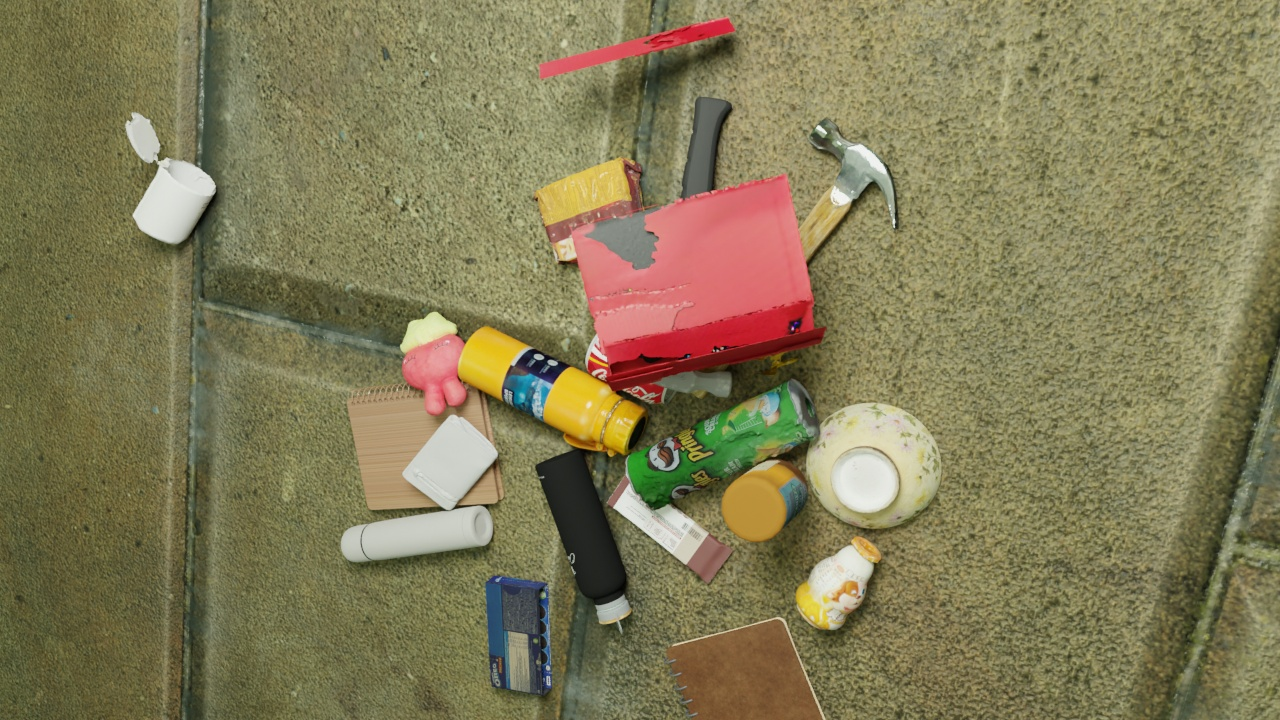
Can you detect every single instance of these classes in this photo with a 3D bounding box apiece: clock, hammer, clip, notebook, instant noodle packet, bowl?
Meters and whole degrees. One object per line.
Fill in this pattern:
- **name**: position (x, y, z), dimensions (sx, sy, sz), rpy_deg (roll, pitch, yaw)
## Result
- **clock**: position (-0.002, -0.072, 1.057), dimensions (0.117, 0.057, 0.083), rpy_deg (30, 108, 15)
- **hammer**: position (0.055, -0.127, 1.007), dimensions (0.127, 0.029, 0.323), rpy_deg (7, 91, 2)
- **clip**: position (0.149, -0.003, 1.019), dimensions (0.044, 0.054, 0.049), rpy_deg (39, 86, -5)
- **notebook**: position (-0.290, 0.111, 1.224), dimensions (0.211, 0.022, 0.169), rpy_deg (-7, 97, 23)
- **notebook**: position (0.137, 0.431, 1.105), dimensions (0.168, 0.024, 0.225), rpy_deg (-22, 90, 22)
- **instant noodle packet**: position (-0.054, -0.172, 1.071), dimensions (0.136, 0.039, 0.098), rpy_deg (-16, 93, 25)
- **bowl**: position (0.245, 0.122, 0.986), dimensions (0.145, 0.063, 0.145), rpy_deg (4, 101, 21)
- **hammer**: position (0.153, -0.089, 1.007), dimensions (0.132, 0.033, 0.331), rpy_deg (40, 112, 10)

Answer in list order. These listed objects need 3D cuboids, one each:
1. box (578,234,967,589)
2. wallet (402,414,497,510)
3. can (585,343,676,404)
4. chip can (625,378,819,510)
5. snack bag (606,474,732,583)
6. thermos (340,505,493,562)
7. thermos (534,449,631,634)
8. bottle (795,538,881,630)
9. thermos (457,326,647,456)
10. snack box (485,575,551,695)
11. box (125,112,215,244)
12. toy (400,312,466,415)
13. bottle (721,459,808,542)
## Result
- **box**: position (0.065, -0.009, 0.748), dimensions (0.215, 0.510, 0.141), rpy_deg (-12, 110, 2)
- **wallet**: position (-0.243, 0.131, 1.183), dimensions (0.086, 0.032, 0.116), rpy_deg (45, 111, -4)
- **can**: position (-0.006, 0.006, 1.068), dimensions (0.105, 0.064, 0.064), rpy_deg (26, 107, 16)
- **chip can**: position (0.093, 0.097, 1.039), dimensions (0.224, 0.075, 0.075), rpy_deg (-28, 88, 23)
- **snack bag**: position (0.034, 0.201, 1.113), dimensions (0.158, 0.013, 0.057), rpy_deg (36, 108, 13)
- **thermos**: position (-0.305, 0.236, 1.235), dimensions (0.225, 0.052, 0.052), rpy_deg (-12, 94, 23)
- **thermos**: position (-0.062, 0.228, 1.130), dimensions (0.061, 0.061, 0.231), rpy_deg (-19, 91, 24)
- **bottle**: position (0.221, 0.246, 1.018), dimensions (0.063, 0.063, 0.109), rpy_deg (36, 110, 13)
- **thermos**: position (-0.104, 0.042, 1.114), dimensions (0.233, 0.091, 0.076), rpy_deg (25, 67, 16)
- **snack box**: position (-0.162, 0.363, 1.213), dimensions (0.082, 0.027, 0.150), rpy_deg (3, 99, 23)
- **box**: position (-0.667, -0.248, 1.265), dimensions (0.143, 0.083, 0.138), rpy_deg (36, 112, -22)
- **toy**: position (-0.262, 0.004, 1.170), dimensions (0.092, 0.045, 0.135), rpy_deg (-21, 72, 14)
- **bottle**: position (0.142, 0.142, 0.981), dimensions (0.068, 0.156, 0.068), rpy_deg (3, 96, 23)
